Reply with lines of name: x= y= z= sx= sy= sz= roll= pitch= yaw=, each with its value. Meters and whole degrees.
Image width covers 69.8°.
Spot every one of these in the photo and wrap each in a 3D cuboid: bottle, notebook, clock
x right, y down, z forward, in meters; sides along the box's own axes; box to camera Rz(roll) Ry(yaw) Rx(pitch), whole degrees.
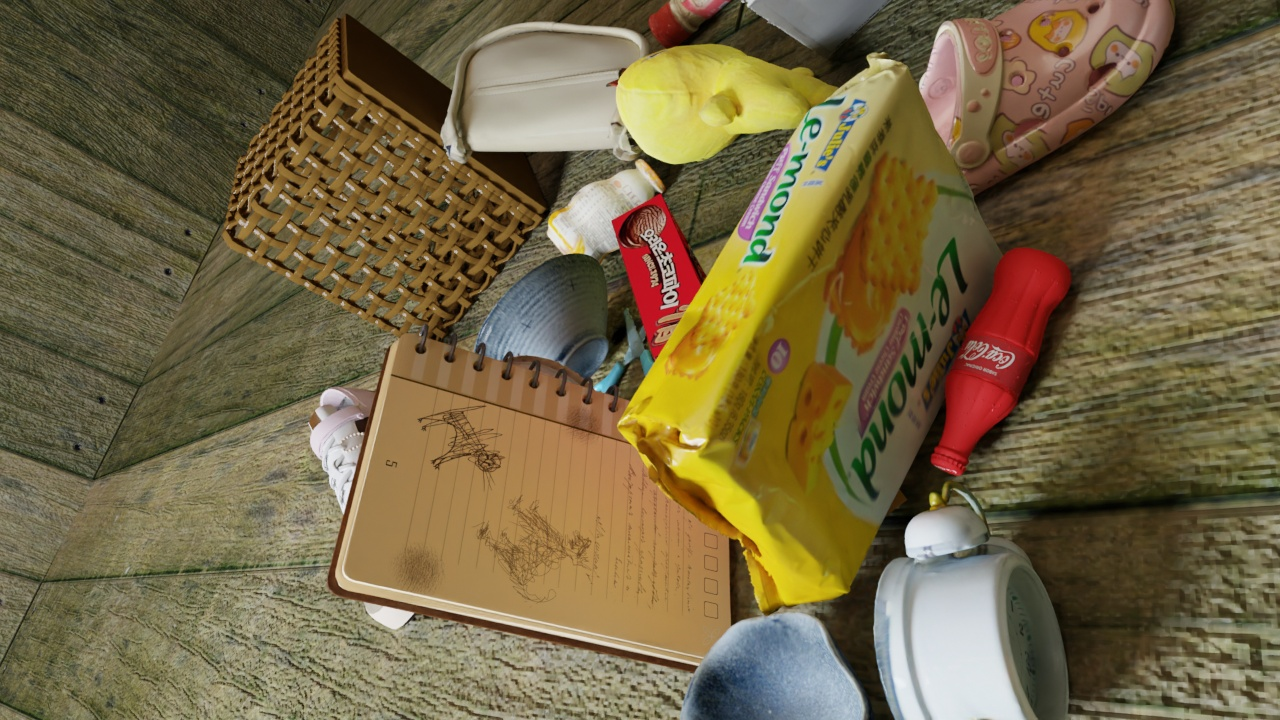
bottle: x=0.179 y=0.002 z=0.466 sx=0.036 sy=0.036 sz=0.119 roll=17 pitch=78 yaw=56
bottle: x=-0.029 y=-0.132 z=0.820 sx=0.109 sy=0.063 sz=0.063 roll=-40 pitch=35 yaw=2
notebook: x=-0.048 y=0.077 z=0.532 sx=0.024 sy=0.225 sz=0.167 roll=-48 pitch=30 yaw=48
bottle: x=0.059 y=-0.353 z=0.899 sx=0.109 sy=0.044 sz=0.044 roll=-32 pitch=41 yaw=34
clock: x=0.139 y=0.109 z=0.391 sx=0.057 sy=0.083 sz=0.117 roll=-19 pitch=53 yaw=37

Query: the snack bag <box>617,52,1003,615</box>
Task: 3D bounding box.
snack bag: x=0.089 y=-0.010 z=0.451 sx=0.068 sy=0.159 sz=0.246 roll=15 pitch=66 yaw=45

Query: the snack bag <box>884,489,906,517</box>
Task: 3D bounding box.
snack bag: x=0.115 y=0.058 z=0.519 sx=0.026 sy=0.020 sz=0.099 roll=-45 pitch=35 yaw=5

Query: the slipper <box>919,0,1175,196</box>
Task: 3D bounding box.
slipper: x=0.199 y=-0.157 z=0.528 sx=0.198 sy=0.081 sz=0.093 roll=-39 pitch=39 yaw=30

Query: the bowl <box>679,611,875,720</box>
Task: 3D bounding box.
bowl: x=0.074 y=0.182 z=0.441 sx=0.111 sy=0.055 sz=0.110 roll=-33 pitch=40 yaw=33

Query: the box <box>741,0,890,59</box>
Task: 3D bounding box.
box: x=0.084 y=-0.355 z=0.597 sx=0.167 sy=0.330 sz=0.164 roll=-39 pitch=25 yaw=25

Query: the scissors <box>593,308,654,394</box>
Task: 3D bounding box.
scissors: x=-0.003 y=0.005 z=0.722 sx=0.130 sy=0.015 sz=0.135 roll=17 pitch=80 yaw=57

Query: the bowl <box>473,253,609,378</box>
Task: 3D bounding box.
bowl: x=-0.063 y=-0.015 z=0.743 sx=0.057 sy=0.137 sz=0.137 roll=43 pitch=100 yaw=24

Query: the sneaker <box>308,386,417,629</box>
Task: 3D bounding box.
sneaker: x=-0.257 y=0.116 z=0.865 sx=0.112 sy=0.116 sz=0.293 roll=-47 pitch=35 yaw=17

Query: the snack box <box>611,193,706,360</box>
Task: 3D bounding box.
snack box: x=0.039 y=-0.008 z=0.552 sx=0.036 sy=0.133 sz=0.152 roll=-27 pitch=36 yaw=8

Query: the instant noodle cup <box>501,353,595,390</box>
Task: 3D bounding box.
instant noodle cup: x=-0.077 y=0.073 z=0.608 sx=0.078 sy=0.178 sz=0.178 roll=-34 pitch=40 yaw=36

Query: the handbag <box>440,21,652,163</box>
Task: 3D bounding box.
handbag: x=-0.076 y=-0.236 z=0.902 sx=0.229 sy=0.132 sz=0.183 roll=2 pitch=46 yaw=26

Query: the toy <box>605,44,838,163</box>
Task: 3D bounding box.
toy: x=0.062 y=-0.205 z=0.727 sx=0.208 sy=0.133 sz=0.092 roll=11 pitch=114 yaw=47

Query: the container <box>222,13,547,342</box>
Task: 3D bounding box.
container: x=-0.281 y=-0.196 z=1.021 sx=0.214 sy=0.251 sz=0.219 roll=-47 pitch=35 yaw=16
